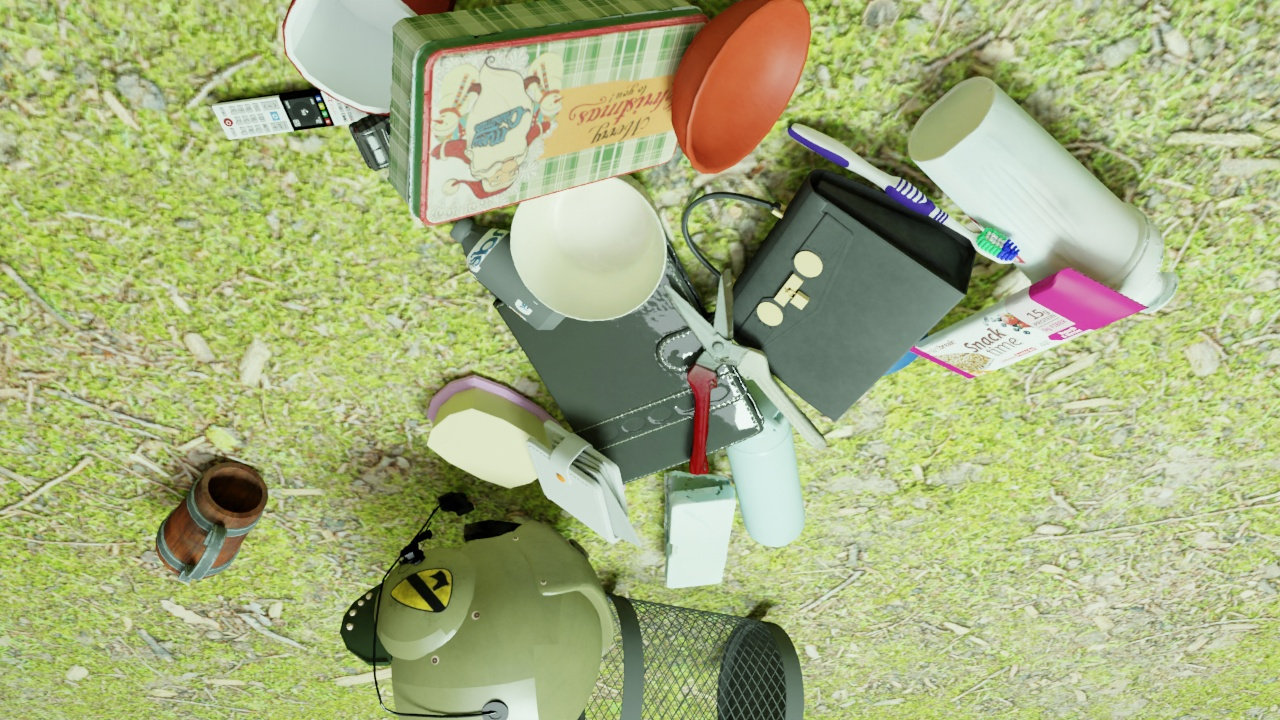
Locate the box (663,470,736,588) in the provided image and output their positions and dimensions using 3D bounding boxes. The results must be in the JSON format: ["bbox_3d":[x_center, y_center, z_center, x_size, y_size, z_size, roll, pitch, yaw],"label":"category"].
[{"bbox_3d":[0.062,0.184,0.978,0.083,0.067,0.199,15,144,13],"label":"box"}]

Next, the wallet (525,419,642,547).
[{"bbox_3d":[-0.044,0.118,0.826,0.115,0.037,0.119,31,152,26],"label":"wallet"}]

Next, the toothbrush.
[{"bbox_3d":[0.187,-0.121,0.657,0.186,0.015,0.016,32,156,4],"label":"toothbrush"}]

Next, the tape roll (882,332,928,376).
[{"bbox_3d":[0.205,-0.020,0.814,0.091,0.016,0.093,27,129,-26],"label":"tape roll"}]

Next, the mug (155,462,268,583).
[{"bbox_3d":[-0.435,0.174,0.927,0.081,0.117,0.111,28,125,-27],"label":"mug"}]

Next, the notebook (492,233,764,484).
[{"bbox_3d":[-0.005,0.005,0.786,0.170,0.029,0.209,-22,117,21],"label":"notebook"}]

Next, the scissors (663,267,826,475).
[{"bbox_3d":[0.081,0.022,0.759,0.179,0.015,0.199,20,119,-4],"label":"scissors"}]

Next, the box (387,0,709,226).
[{"bbox_3d":[-0.054,-0.160,0.566,0.205,0.050,0.118,-22,147,-35],"label":"box"}]

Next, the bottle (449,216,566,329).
[{"bbox_3d":[-0.102,-0.071,0.723,0.112,0.046,0.047,40,126,-6],"label":"bottle"}]

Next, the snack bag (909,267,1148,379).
[{"bbox_3d":[0.294,-0.023,0.725,0.070,0.016,0.197,25,158,-10],"label":"snack bag"}]

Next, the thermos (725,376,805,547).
[{"bbox_3d":[0.120,0.101,0.901,0.078,0.065,0.207,25,149,35],"label":"thermos"}]

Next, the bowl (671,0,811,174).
[{"bbox_3d":[0.059,-0.184,0.597,0.035,0.121,0.122,39,139,23],"label":"bowl"}]

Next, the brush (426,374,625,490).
[{"bbox_3d":[-0.104,0.094,0.903,0.228,0.043,0.089,34,126,-30],"label":"brush"}]

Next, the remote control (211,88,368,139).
[{"bbox_3d":[-0.235,-0.177,0.645,0.124,0.011,0.028,-6,135,5],"label":"remote control"}]

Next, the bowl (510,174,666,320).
[{"bbox_3d":[-0.033,-0.094,0.684,0.115,0.062,0.115,5,118,9],"label":"bowl"}]

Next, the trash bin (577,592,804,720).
[{"bbox_3d":[0.051,0.402,1.109,0.227,0.217,0.218,10,134,-18],"label":"trash bin"}]

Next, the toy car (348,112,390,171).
[{"bbox_3d":[-0.149,-0.163,0.625,0.092,0.037,0.040,-33,135,-15],"label":"toy car"}]

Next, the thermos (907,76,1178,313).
[{"bbox_3d":[0.296,-0.113,0.678,0.220,0.099,0.100,34,126,-24],"label":"thermos"}]

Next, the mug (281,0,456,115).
[{"bbox_3d":[-0.172,-0.218,0.545,0.116,0.096,0.081,28,128,-27],"label":"mug"}]

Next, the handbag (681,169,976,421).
[{"bbox_3d":[0.122,-0.070,0.717,0.196,0.072,0.176,31,140,-1],"label":"handbag"}]

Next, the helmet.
[{"bbox_3d":[-0.145,0.265,0.911,0.233,0.255,0.251,-3,137,6],"label":"helmet"}]
